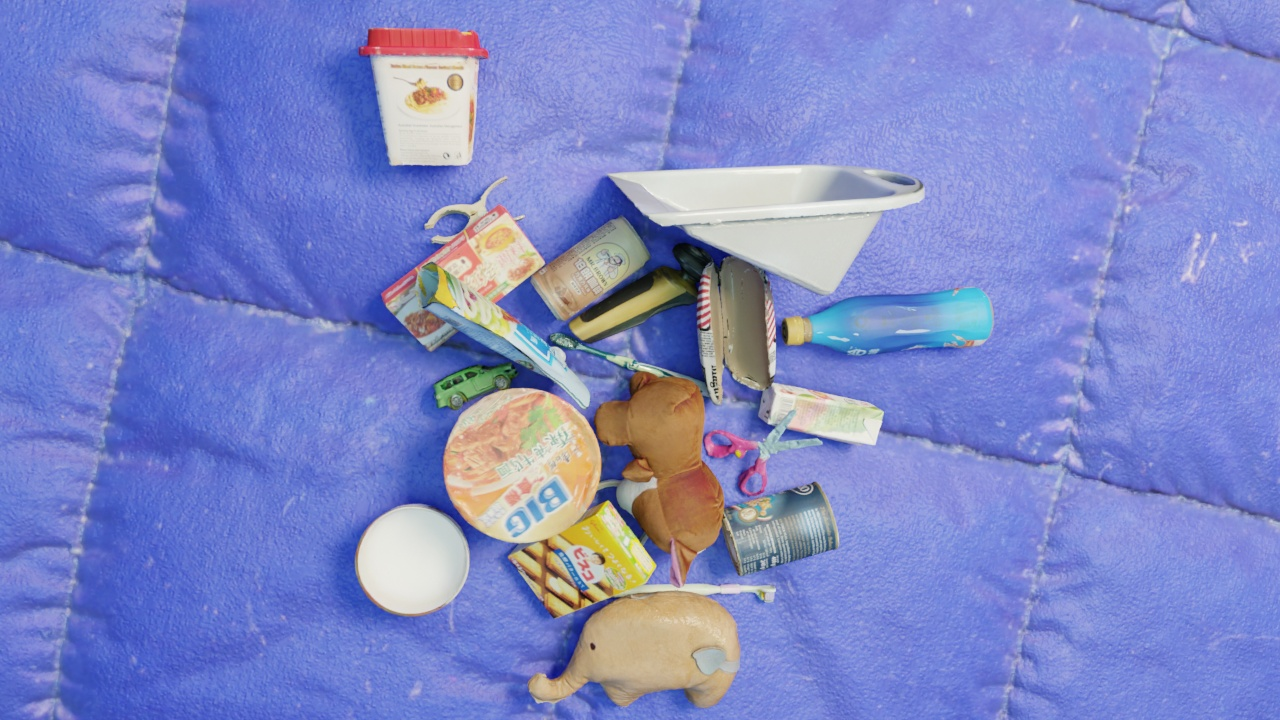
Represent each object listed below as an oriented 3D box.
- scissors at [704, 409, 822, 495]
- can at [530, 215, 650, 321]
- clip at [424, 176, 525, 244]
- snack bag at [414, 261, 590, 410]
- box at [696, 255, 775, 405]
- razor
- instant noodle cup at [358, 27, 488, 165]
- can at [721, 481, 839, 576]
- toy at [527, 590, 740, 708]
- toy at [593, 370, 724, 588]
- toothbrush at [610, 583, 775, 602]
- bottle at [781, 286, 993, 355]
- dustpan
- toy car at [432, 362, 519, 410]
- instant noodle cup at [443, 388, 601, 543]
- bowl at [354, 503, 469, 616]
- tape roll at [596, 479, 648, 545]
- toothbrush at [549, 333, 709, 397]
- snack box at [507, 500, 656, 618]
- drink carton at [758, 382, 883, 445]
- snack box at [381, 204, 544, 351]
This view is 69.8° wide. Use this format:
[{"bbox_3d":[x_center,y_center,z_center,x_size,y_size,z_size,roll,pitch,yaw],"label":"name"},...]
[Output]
[{"bbox_3d":[0.133,0.101,0.970,0.135,0.017,0.113,-10,110,33],"label":"scissors"},{"bbox_3d":[-0.051,-0.094,0.943,0.116,0.058,0.058,-36,98,-2],"label":"can"},{"bbox_3d":[-0.172,-0.150,0.939,0.100,0.035,0.072,-24,96,-8],"label":"clip"},{"bbox_3d":[-0.130,-0.024,0.893,0.191,0.110,0.039,35,91,-30],"label":"snack bag"},{"bbox_3d":[0.085,-0.025,0.929,0.087,0.076,0.163,-35,137,-27],"label":"box"},{"bbox_3d":[0.003,-0.068,0.956,0.167,0.062,0.068,-27,129,2],"label":"razor"},{"bbox_3d":[-0.206,-0.255,0.893,0.116,0.116,0.124,-2,107,-6],"label":"instant noodle cup"},{"bbox_3d":[0.146,0.181,0.980,0.111,0.075,0.075,-16,96,-4],"label":"can"},{"bbox_3d":[-0.006,0.309,0.973,0.226,0.082,0.143,0,101,-5],"label":"toy"},{"bbox_3d":[0.023,0.117,0.935,0.131,0.139,0.199,-15,104,33],"label":"toy"},{"bbox_3d":[0.054,0.254,1.006,0.189,0.029,0.020,2,53,-5],"label":"toothbrush"},{"bbox_3d":[0.260,-0.040,0.977,0.218,0.065,0.065,-4,95,-6],"label":"bottle"},{"bbox_3d":[0.127,-0.167,0.881,0.257,0.222,0.143,24,104,-18],"label":"dustpan"},{"bbox_3d":[-0.170,0.024,0.949,0.091,0.043,0.036,-19,96,-4],"label":"toy car"},{"bbox_3d":[-0.118,0.096,0.926,0.151,0.111,0.151,-1,95,-6],"label":"instant noodle cup"},{"bbox_3d":[-0.233,0.200,0.949,0.113,0.062,0.113,-1,95,-7],"label":"bowl"},{"bbox_3d":[-0.029,0.172,0.992,0.086,0.014,0.086,0,95,-6],"label":"tape roll"},{"bbox_3d":[-0.006,0.006,0.978,0.191,0.018,0.016,19,92,-7],"label":"toothbrush"},{"bbox_3d":[-0.062,0.207,0.946,0.141,0.033,0.087,-30,99,32],"label":"snack box"},{"bbox_3d":[0.192,0.059,0.985,0.122,0.053,0.045,12,97,-7],"label":"drink carton"},{"bbox_3d":[-0.179,-0.083,0.931,0.153,0.025,0.075,-37,129,-2],"label":"snack box"}]
